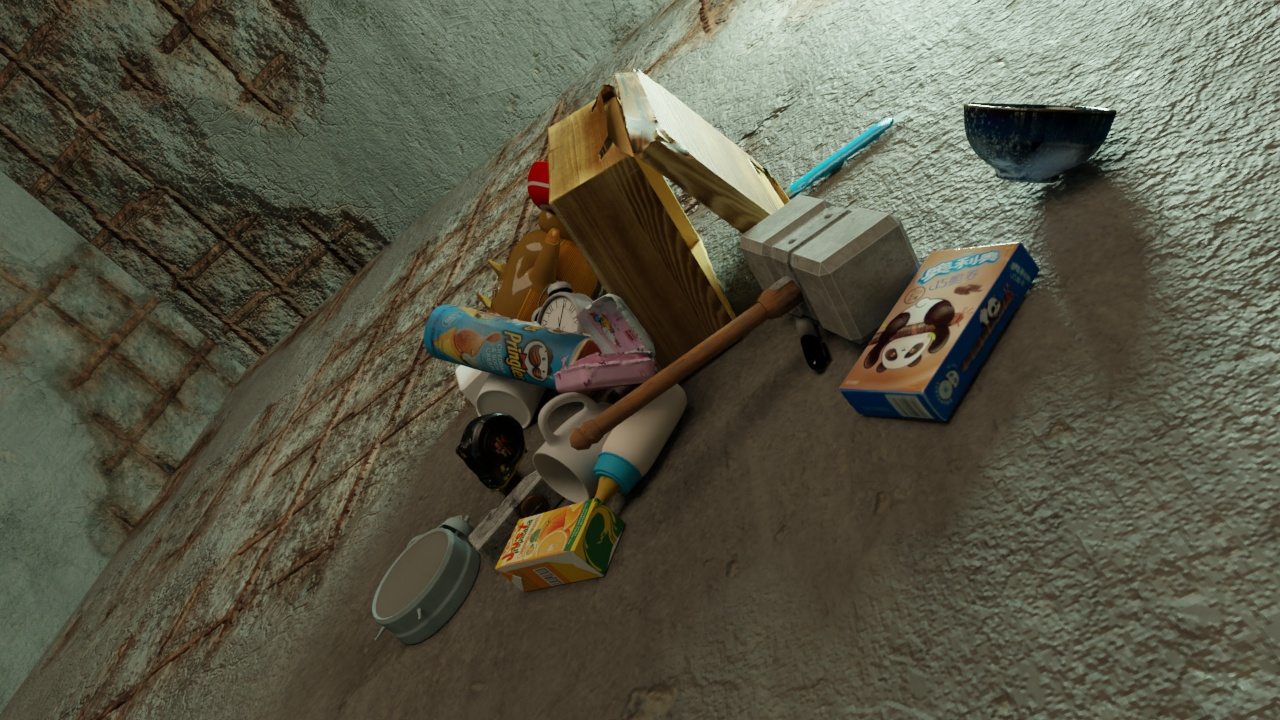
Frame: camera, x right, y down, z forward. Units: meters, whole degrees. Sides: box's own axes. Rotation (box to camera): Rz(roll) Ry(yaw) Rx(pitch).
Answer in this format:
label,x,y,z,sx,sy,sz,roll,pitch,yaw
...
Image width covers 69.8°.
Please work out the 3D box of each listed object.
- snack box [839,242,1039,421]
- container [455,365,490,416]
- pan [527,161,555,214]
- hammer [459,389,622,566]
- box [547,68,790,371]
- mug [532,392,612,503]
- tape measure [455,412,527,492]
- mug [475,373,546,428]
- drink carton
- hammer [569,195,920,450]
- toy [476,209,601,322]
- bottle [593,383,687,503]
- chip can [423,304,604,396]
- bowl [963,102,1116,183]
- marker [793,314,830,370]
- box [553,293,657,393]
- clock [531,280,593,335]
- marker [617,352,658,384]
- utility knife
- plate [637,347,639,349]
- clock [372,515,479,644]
label,x,y,z,sx,sy,sz,roll,pitch,yaw
snack box,0.225,-0.023,0.694,0.151,0.034,0.087,-52,24,-19
container,-0.226,0.023,1.336,0.081,0.049,0.129,-44,23,0
pan,-0.060,-0.206,1.332,0.356,0.209,0.067,112,-177,-87
hammer,-0.141,0.103,1.083,0.217,0.037,0.301,-48,23,-9
box,0.036,-0.186,0.992,0.216,0.257,0.278,-30,28,12
mug,-0.060,0.073,0.911,0.071,0.107,0.089,8,46,44
tape measure,-0.159,0.093,0.992,0.042,0.071,0.072,-18,28,54
mug,-0.168,0.045,1.193,0.111,0.074,0.090,-58,8,44
drink carton,-0.078,0.173,0.854,0.123,0.041,0.058,-23,31,42
hammer,0.071,-0.018,0.797,0.317,0.083,0.163,-35,24,-7
toy,-0.147,-0.093,1.285,0.203,0.162,0.198,-58,-7,-3
bottle,-0.007,0.082,0.878,0.051,0.051,0.145,-10,41,53
chip can,-0.154,-0.015,1.120,0.230,0.080,0.079,14,55,27
bowl,0.320,-0.177,0.747,0.114,0.061,0.114,1,17,0
marker,0.155,-0.030,0.847,0.022,0.016,0.138,-9,30,8
box,-0.039,-0.018,0.938,0.088,0.095,0.202,-4,-3,-13
clock,-0.099,-0.048,1.174,0.095,0.035,0.122,-55,51,27
marker,-0.006,0.006,1.024,0.145,0.021,0.023,-137,57,-61
utility knife,0.235,-0.237,1.059,0.174,0.015,0.031,-35,28,20
plate,0.001,-0.046,1.128,0.135,0.011,0.134,-36,25,19
clock,-0.231,0.233,1.001,0.123,0.045,0.159,-30,28,28
